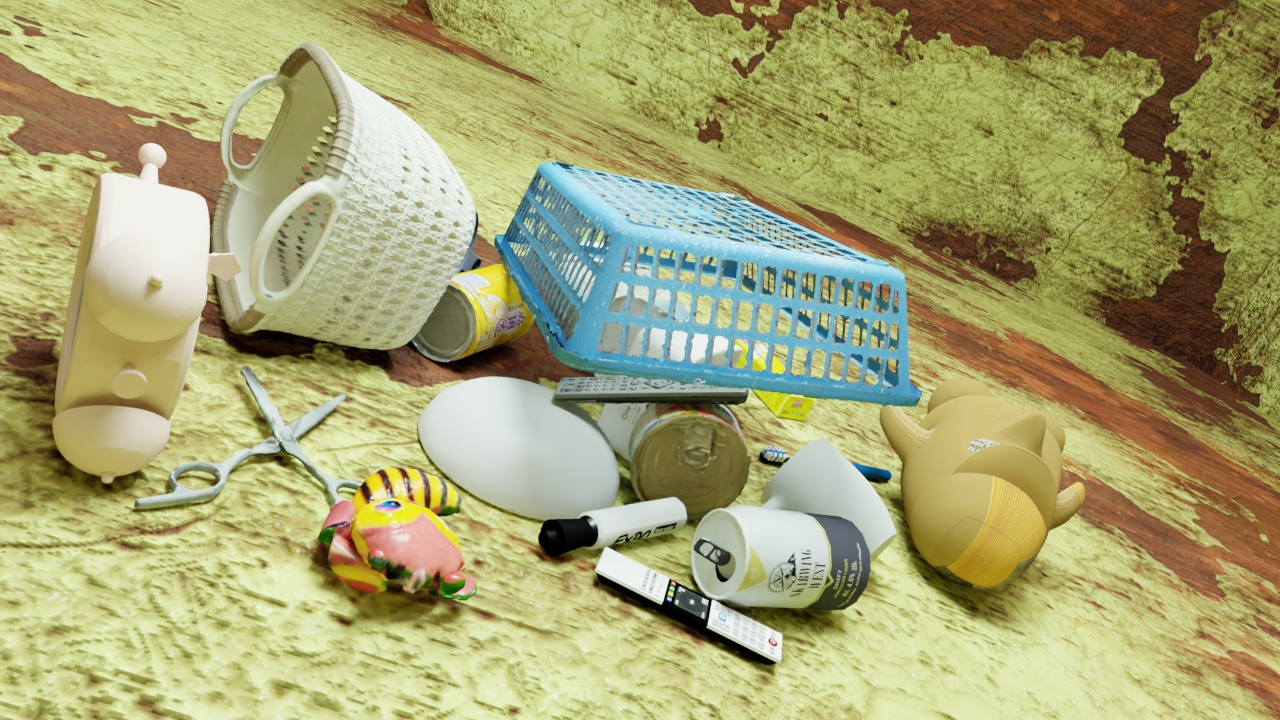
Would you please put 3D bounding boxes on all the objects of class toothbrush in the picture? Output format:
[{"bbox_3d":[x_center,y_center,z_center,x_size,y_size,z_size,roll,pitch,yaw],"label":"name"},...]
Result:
[{"bbox_3d":[0.178,0.099,0.864,0.167,0.014,0.014,12,36,-32],"label":"toothbrush"}]

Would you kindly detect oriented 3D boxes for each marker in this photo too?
[{"bbox_3d":[-0.017,0.108,0.600,0.125,0.025,0.025,0,32,-49],"label":"marker"}]

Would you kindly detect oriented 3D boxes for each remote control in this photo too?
[{"bbox_3d":[0.009,0.020,0.652,0.136,0.013,0.033,1,20,5],"label":"remote control"},{"bbox_3d":[0.029,0.153,0.565,0.124,0.012,0.028,26,21,1],"label":"remote control"}]

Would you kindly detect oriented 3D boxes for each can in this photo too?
[{"bbox_3d":[-0.138,-0.041,0.759,0.068,0.068,0.104,31,22,13],"label":"can"},{"bbox_3d":[0.034,0.069,0.665,0.086,0.086,0.043,21,20,-12],"label":"can"},{"bbox_3d":[0.090,0.132,0.611,0.127,0.064,0.064,12,25,-32],"label":"can"}]

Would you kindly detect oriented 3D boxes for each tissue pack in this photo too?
[{"bbox_3d":[-0.039,-0.062,0.905,0.112,0.070,0.182,-2,31,-27],"label":"tissue pack"}]

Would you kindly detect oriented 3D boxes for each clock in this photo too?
[{"bbox_3d":[-0.261,-0.027,0.491,0.086,0.131,0.160,14,24,-28],"label":"clock"}]

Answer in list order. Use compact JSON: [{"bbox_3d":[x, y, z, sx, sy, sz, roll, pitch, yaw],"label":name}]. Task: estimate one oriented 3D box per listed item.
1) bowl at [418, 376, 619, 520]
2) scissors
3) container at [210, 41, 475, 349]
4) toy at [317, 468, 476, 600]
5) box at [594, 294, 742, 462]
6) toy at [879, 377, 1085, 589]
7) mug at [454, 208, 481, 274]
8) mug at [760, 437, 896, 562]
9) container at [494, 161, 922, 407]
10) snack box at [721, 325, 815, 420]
[{"bbox_3d":[-0.077,0.050,0.644,0.149,0.043,0.149,22,21,-9],"label":"bowl"},{"bbox_3d":[-0.216,0.050,0.526,0.141,0.014,0.173,35,24,17],"label":"scissors"},{"bbox_3d":[-0.232,-0.118,0.693,0.142,0.185,0.246,23,20,-38],"label":"container"},{"bbox_3d":[-0.126,0.092,0.487,0.084,0.046,0.103,12,20,-16],"label":"toy"},{"bbox_3d":[-0.001,0.002,0.756,0.137,0.109,0.125,35,23,21],"label":"box"},{"bbox_3d":[0.296,0.109,0.795,0.199,0.163,0.202,26,31,9],"label":"toy"},{"bbox_3d":[-0.214,-0.123,0.870,0.104,0.084,0.124,27,-3,9],"label":"mug"},{"bbox_3d":[0.136,0.123,0.701,0.107,0.071,0.089,-28,61,-31],"label":"mug"},{"bbox_3d":[0.035,-0.079,0.724,0.257,0.089,0.362,7,17,-18],"label":"container"},{"bbox_3d":[0.133,0.012,0.997,0.040,0.029,0.148,12,25,-32],"label":"snack box"}]
